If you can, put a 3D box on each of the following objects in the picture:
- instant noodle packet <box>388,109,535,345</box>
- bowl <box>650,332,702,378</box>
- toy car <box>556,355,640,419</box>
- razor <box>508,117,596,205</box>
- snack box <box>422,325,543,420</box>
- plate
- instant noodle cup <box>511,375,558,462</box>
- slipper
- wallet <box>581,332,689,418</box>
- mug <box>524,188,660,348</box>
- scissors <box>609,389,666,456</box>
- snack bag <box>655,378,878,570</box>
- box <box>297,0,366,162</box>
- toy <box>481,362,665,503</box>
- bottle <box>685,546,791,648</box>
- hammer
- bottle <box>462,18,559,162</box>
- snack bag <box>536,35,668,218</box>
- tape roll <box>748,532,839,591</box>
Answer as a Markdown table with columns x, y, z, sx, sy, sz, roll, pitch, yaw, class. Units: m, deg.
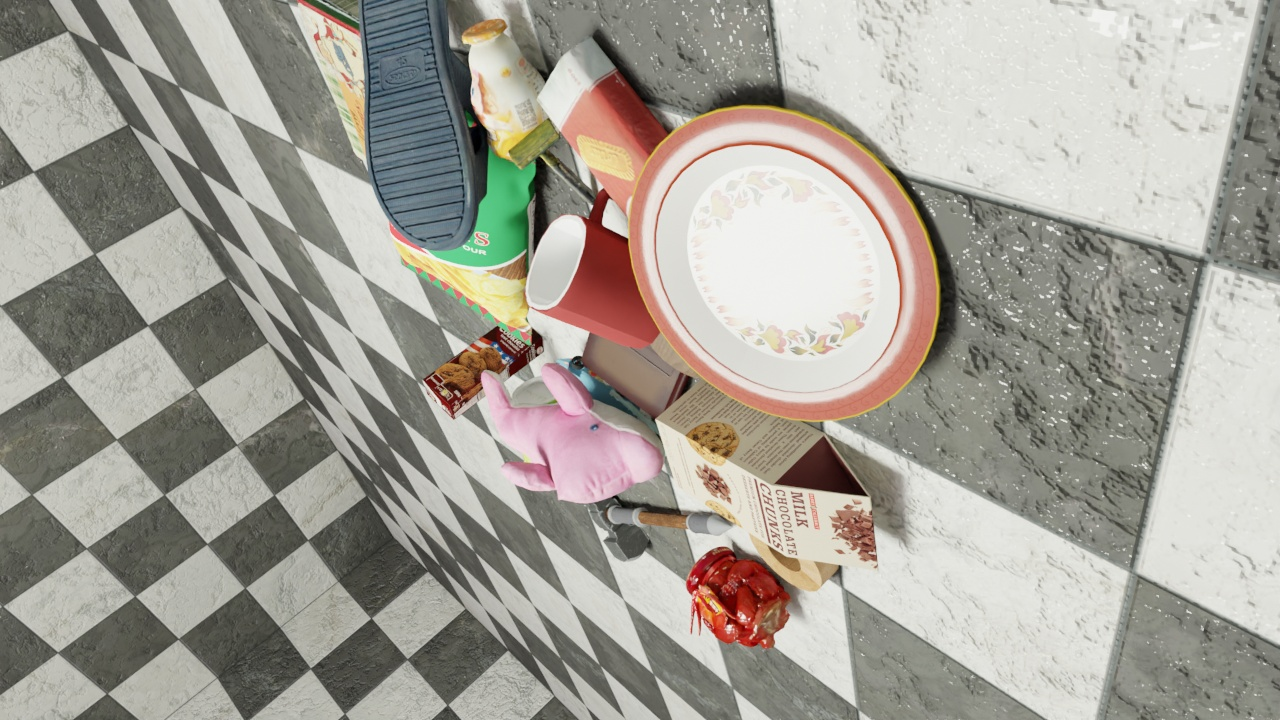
| x | y | z | sx | sy | sz | roll | pitch | yaw | class |
| --- | --- | --- | --- | --- | --- | --- | --- | --- | --- |
| -0.184 | -0.148 | 0.929 | 0.196 | 0.090 | 0.253 | 31 | 141 | 20 | instant noodle packet |
| 0.034 | -0.026 | 0.811 | 0.118 | 0.030 | 0.118 | 39 | 153 | 24 | bowl |
| -0.043 | 0.027 | 1.010 | 0.108 | 0.027 | 0.060 | 31 | 145 | 13 | toy car |
| -0.064 | -0.157 | 0.764 | 0.026 | 0.042 | 0.106 | 58 | -168 | 29 | razor |
| -0.187 | 0.006 | 1.099 | 0.051 | 0.140 | 0.032 | 40 | 154 | 24 | snack box |
| 0.091 | -0.061 | 0.622 | 0.230 | 0.021 | 0.230 | 22 | 131 | 27 | plate |
| -0.114 | 0.081 | 1.149 | 0.099 | 0.098 | 0.108 | 22 | 135 | 47 | instant noodle cup |
| -0.181 | -0.222 | 0.793 | 0.101 | 0.082 | 0.263 | -9 | 90 | 20 | slipper |
| -0.005 | 0.005 | 0.912 | 0.115 | 0.018 | 0.092 | 40 | 137 | 19 | wallet |
| -0.026 | -0.079 | 0.757 | 0.096 | 0.116 | 0.080 | 21 | 180 | -34 | mug |
| 0.033 | 0.088 | 0.970 | 0.172 | 0.021 | 0.172 | 37 | 150 | 1 | scissors |
| 0.118 | 0.103 | 0.800 | 0.206 | 0.069 | 0.094 | 28 | 147 | 41 | snack bag |
| -0.285 | -0.286 | 0.977 | 0.118 | 0.050 | 0.206 | 38 | 154 | 27 | box |
| -0.090 | 0.097 | 0.991 | 0.266 | 0.127 | 0.187 | 10 | 136 | 47 | toy |
| 0.105 | 0.268 | 1.015 | 0.111 | 0.098 | 0.099 | 39 | 154 | 39 | bottle |
| 0.021 | 0.197 | 1.141 | 0.156 | 0.043 | 0.323 | 57 | 153 | -12 | hammer |
| -0.108 | -0.219 | 0.747 | 0.063 | 0.063 | 0.108 | 25 | 144 | 45 | bottle |
| 0.010 | -0.132 | 0.695 | 0.225 | 0.041 | 0.078 | 53 | 154 | -2 | snack bag |
| 0.150 | 0.183 | 0.905 | 0.094 | 0.027 | 0.094 | 39 | 153 | 24 | tape roll |
